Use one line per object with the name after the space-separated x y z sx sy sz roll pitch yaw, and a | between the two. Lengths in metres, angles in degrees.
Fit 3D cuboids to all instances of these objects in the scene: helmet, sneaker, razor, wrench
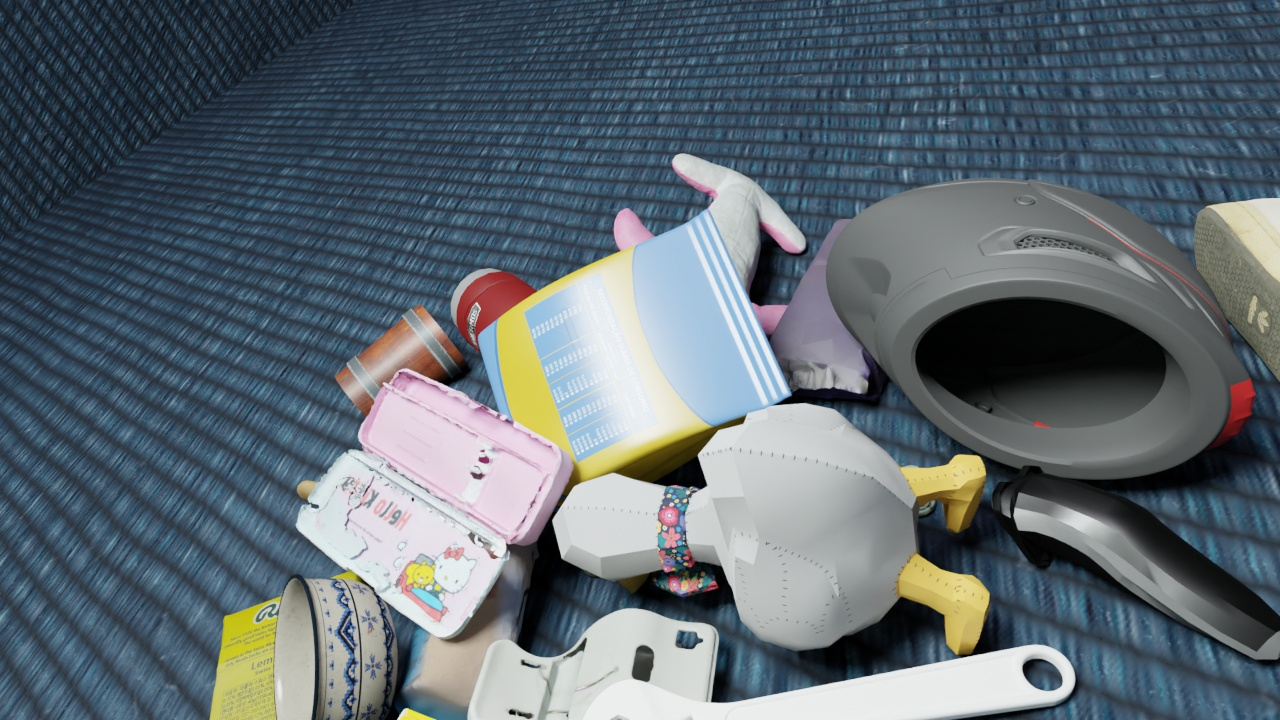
0.253 -0.037 0.612 0.265 0.164 0.169 14 39 24 | helmet
0.448 -0.034 0.567 0.102 0.089 0.241 -12 34 7 | sneaker
0.277 0.111 0.513 0.057 0.060 0.156 -19 31 -38 | razor
0.102 0.193 0.505 0.273 0.018 0.066 -10 45 1 | wrench

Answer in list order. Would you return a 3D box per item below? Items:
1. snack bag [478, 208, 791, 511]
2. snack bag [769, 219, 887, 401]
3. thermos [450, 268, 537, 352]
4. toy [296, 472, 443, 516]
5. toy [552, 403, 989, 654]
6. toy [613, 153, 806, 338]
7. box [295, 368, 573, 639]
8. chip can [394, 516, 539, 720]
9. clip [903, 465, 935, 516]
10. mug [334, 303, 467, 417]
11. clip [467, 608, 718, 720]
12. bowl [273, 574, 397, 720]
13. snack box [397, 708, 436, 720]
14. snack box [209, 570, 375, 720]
-0.004 0.004 0.685 0.206 0.102 0.159 -31 69 25 | snack bag
0.173 -0.046 0.761 0.096 0.058 0.204 5 46 34 | snack bag
-0.098 -0.024 0.890 0.107 0.084 0.199 -10 28 -33 | thermos
-0.199 0.119 0.760 0.134 0.106 0.108 22 43 39 | toy
0.070 0.098 0.554 0.268 0.247 0.140 4 64 10 | toy
0.048 -0.068 0.840 0.128 0.186 0.264 -48 11 53 | toy
-0.153 0.097 0.668 0.201 0.044 0.154 22 78 38 | box
-0.116 0.155 0.683 0.080 0.080 0.229 -13 39 17 | chip can
0.161 0.091 0.629 0.075 0.035 0.023 -10 41 31 | clip
-0.251 0.004 0.954 0.111 0.081 0.117 -39 20 -10 | mug
-0.030 0.221 0.566 0.151 0.092 0.125 -3 40 17 | clip
-0.197 0.198 0.601 0.059 0.116 0.115 4 22 -33 | bowl
-0.110 0.265 0.518 0.061 0.106 0.083 4 47 32 | snack box
-0.256 0.251 0.677 0.121 0.045 0.180 -22 40 2 | snack box
